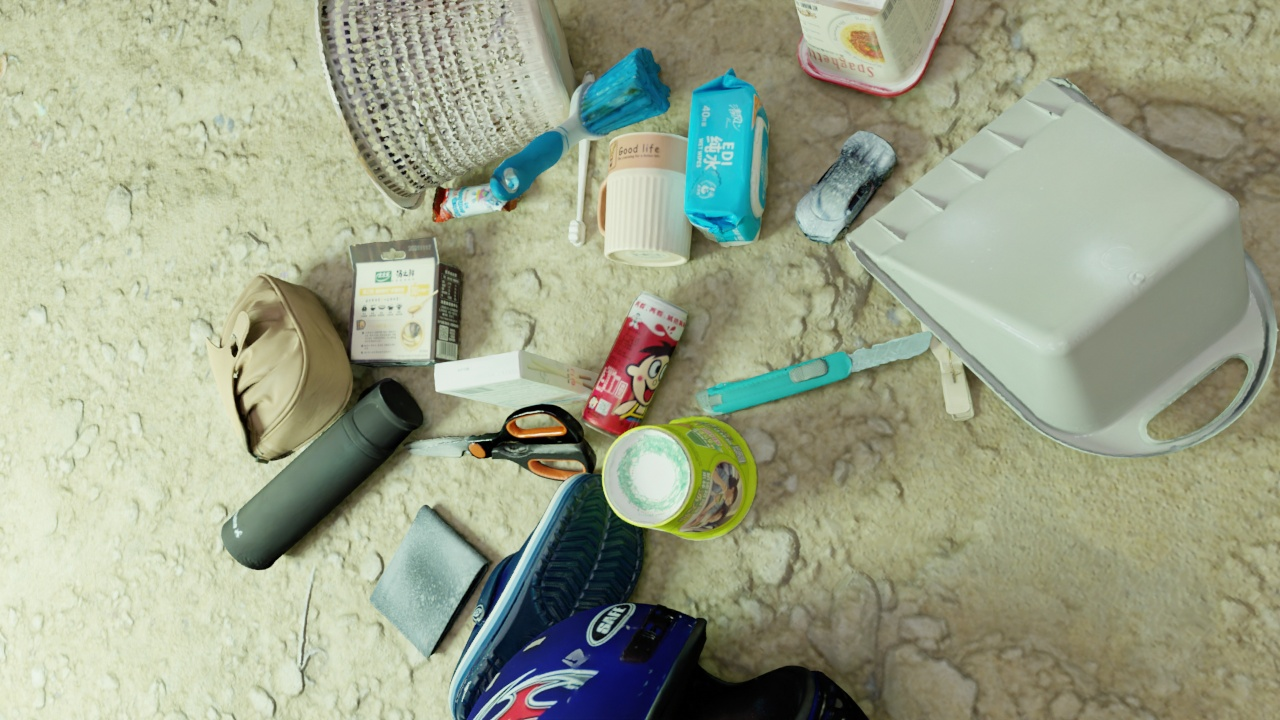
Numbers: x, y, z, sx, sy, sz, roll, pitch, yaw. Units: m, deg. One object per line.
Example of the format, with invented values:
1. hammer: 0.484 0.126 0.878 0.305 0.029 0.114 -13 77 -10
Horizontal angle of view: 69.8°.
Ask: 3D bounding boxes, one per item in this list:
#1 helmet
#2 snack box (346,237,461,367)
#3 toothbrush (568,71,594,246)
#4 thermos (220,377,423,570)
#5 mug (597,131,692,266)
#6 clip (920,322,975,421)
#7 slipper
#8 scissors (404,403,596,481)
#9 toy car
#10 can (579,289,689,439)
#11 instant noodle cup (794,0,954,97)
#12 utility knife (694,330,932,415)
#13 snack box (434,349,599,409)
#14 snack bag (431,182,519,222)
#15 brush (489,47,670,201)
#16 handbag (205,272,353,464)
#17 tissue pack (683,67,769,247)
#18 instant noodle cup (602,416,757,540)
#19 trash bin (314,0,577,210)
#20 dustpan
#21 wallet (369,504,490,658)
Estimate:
1. helmet: -0.002 0.302 0.688 0.316 0.246 0.240 -43 87 19
2. snack box: -0.247 -0.057 0.954 0.113 0.053 0.125 -1 82 24
3. toothbrush: -0.058 -0.203 0.913 0.016 0.016 0.180 1 83 22
4. thermos: -0.334 0.115 0.968 0.243 0.068 0.090 -41 37 11
5. mug: -0.001 -0.145 0.853 0.115 0.081 0.106 -2 82 50
6. clip: 0.249 -0.003 0.739 0.035 0.074 0.100 -9 77 21
7. slipper: -0.088 0.218 0.830 0.252 0.105 0.095 -60 30 -6
8. scissors: -0.150 0.070 0.889 0.235 0.021 0.139 13 132 18
9. toy car: 0.177 -0.150 0.797 0.049 0.031 0.106 40 100 23
10. can: -0.005 0.005 0.841 0.053 0.053 0.133 26 93 24
11. instant noodle cup: 0.188 -0.298 0.762 0.116 0.124 0.116 24 92 24
12. utility knife: 0.141 0.011 0.782 0.220 0.013 0.029 -18 75 30
13. snack box: -0.106 0.020 0.826 0.085 0.156 0.027 -9 78 21
14. snack bag: -0.169 -0.166 0.950 0.105 0.026 0.045 -4 61 23
15. brush: -0.041 -0.201 0.770 0.110 0.313 0.060 -23 110 16
16. handbag: -0.391 0.002 0.968 0.148 0.099 0.204 -53 49 12
17. tissue pack: 0.079 -0.173 0.809 0.063 0.090 0.140 4 84 16
18. instant noodle cup: 0.028 0.098 0.775 0.112 0.123 0.111 -4 81 23
19. trash bin: -0.169 -0.278 0.878 0.192 0.227 0.227 -14 77 7
20. dustpan: 0.335 -0.058 0.705 0.223 0.142 0.257 -38 42 1
21. wallet: -0.214 0.221 0.921 0.097 0.019 0.121 35 98 25
